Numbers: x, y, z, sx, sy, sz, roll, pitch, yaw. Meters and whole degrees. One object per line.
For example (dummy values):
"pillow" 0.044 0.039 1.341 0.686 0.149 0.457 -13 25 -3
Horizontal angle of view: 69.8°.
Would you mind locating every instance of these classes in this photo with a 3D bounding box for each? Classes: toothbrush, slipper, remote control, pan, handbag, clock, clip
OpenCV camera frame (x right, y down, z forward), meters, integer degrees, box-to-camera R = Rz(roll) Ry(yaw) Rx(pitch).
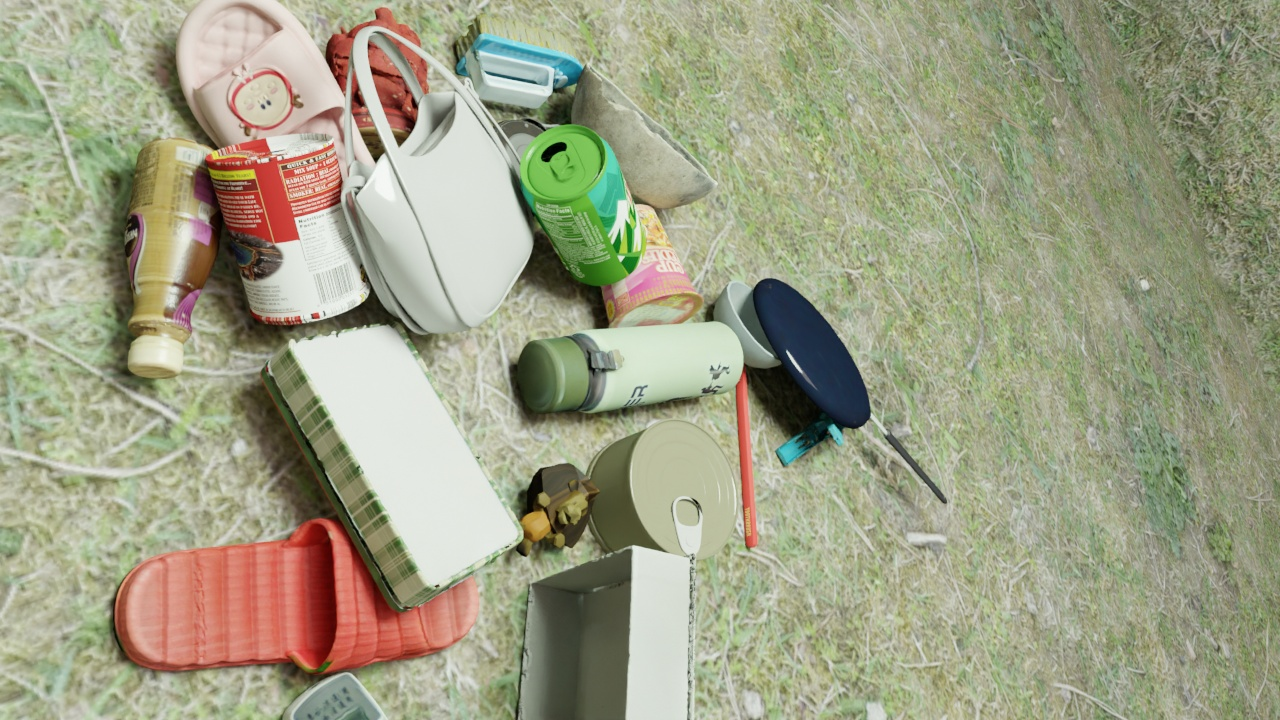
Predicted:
"toothbrush" 0.107 0.091 0.970 0.017 0.012 0.212 15 63 -36
"slipper" -0.218 0.162 0.632 0.248 0.059 0.103 8 68 -37
"remote control" -0.195 0.272 0.626 0.060 0.028 0.114 -30 93 -44
"pan" 0.250 0.043 1.053 0.356 0.021 0.198 47 26 -15
"slipper" -0.269 -0.171 0.701 0.107 0.055 0.221 -30 106 1
"handbag" -0.166 -0.151 0.715 0.215 0.096 0.223 -68 145 -50
"clock" -0.113 -0.182 0.873 0.122 0.044 0.091 -38 100 -43
"clip" 0.215 0.072 1.026 0.119 0.103 0.027 -33 97 -56

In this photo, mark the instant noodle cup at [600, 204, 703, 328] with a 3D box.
"instant noodle cup" -0.001 -0.090 0.902 0.097 0.098 0.108 -2 66 -41

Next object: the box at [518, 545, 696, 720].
"box" -0.051 0.317 0.636 0.098 0.166 0.367 25 56 -25

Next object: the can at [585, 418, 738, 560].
"can" 0.019 0.124 0.839 0.127 0.073 0.127 17 62 -35

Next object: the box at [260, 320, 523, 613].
"box" -0.180 0.071 0.668 0.205 0.051 0.117 56 31 7

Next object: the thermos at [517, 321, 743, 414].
"thermos" -0.005 0.005 0.861 0.230 0.083 0.082 -5 76 -42

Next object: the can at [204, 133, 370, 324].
"can" -0.251 -0.095 0.659 0.086 0.087 0.116 -33 126 -43

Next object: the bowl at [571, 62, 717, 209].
"bowl" -0.011 -0.211 0.930 0.178 0.081 0.178 40 16 -14

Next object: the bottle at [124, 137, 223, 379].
"bottle" -0.325 -0.070 0.635 0.059 0.060 0.165 13 66 -37

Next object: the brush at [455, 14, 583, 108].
"brush" -0.111 -0.288 0.909 0.135 0.056 0.075 -3 70 -41

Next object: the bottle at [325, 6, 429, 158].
"bottle" -0.229 -0.234 0.770 0.098 0.099 0.111 4 80 -40

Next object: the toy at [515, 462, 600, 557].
"toy" -0.080 0.130 0.764 0.099 0.063 0.076 -34 115 -38

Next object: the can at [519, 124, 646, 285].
"can" -0.048 -0.133 0.803 0.144 0.083 0.083 62 27 -64

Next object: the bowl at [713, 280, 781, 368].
"bowl" 0.116 -0.033 0.998 0.106 0.039 0.106 37 31 -27
